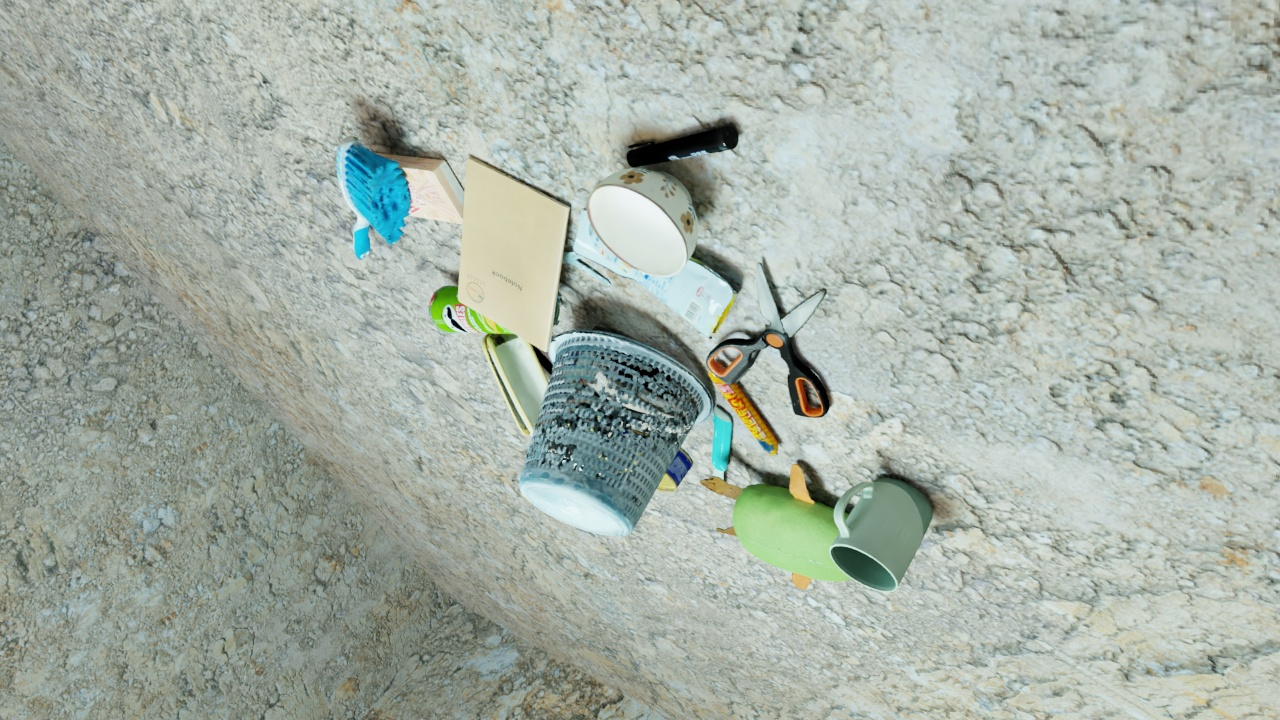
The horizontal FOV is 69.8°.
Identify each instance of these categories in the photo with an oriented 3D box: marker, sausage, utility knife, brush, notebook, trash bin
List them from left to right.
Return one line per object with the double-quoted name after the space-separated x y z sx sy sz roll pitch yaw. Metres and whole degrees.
-0.356 -0.190 1.215 0.109 0.060 0.315 40 156 11 "brush"
-0.156 -0.123 1.096 0.148 0.008 0.208 30 132 19 "notebook"
-0.046 0.103 1.141 0.226 0.194 0.227 19 156 9 "trash bin"
0.035 -0.190 0.819 0.132 0.020 0.022 4 109 51 "marker"
0.107 0.122 1.238 0.029 0.013 0.210 28 150 19 "utility knife"
0.126 0.060 1.105 0.021 0.021 0.165 1 136 51 "sausage"

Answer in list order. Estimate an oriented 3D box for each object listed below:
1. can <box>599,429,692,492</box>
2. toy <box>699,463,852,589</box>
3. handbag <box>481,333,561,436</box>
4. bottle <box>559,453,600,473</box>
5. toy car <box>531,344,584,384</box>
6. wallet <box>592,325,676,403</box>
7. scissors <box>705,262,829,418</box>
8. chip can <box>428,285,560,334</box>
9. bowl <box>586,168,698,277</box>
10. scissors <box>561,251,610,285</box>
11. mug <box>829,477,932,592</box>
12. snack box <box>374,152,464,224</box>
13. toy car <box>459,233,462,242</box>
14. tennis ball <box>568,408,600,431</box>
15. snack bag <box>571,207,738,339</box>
0.007 0.148 1.365 0.148 0.049 0.075 12 144 42 "can"
0.199 0.222 1.202 0.247 0.089 0.227 16 136 31 "toy"
-0.181 0.029 1.345 0.163 0.063 0.179 66 166 -11 "handbag"
-0.081 0.156 1.473 0.109 0.063 0.063 1 136 51 "bottle"
-0.123 0.000 1.308 0.122 0.037 0.056 46 158 12 "toy car"
-0.007 0.007 1.191 0.122 0.020 0.096 28 158 17 "wallet"
0.147 -0.012 0.969 0.222 0.021 0.221 44 148 -18 "scissors"
-0.203 -0.071 1.250 0.236 0.072 0.072 2 137 49 "chip can"
0.011 -0.142 0.878 0.113 0.062 0.114 29 154 16 "bowl"
-0.094 -0.121 1.098 0.133 0.017 0.129 33 152 3 "scissors"
0.265 0.184 1.034 0.112 0.106 0.082 46 154 -16 "mug"
-0.283 -0.219 1.162 0.157 0.026 0.084 14 145 39 "snack box"
-0.200 -0.140 1.173 0.043 0.036 0.091 28 151 17 "toy car"
-0.087 0.082 1.357 0.065 0.065 0.066 30 153 17 "tennis ball"
0.011 -0.100 0.973 0.191 0.038 0.110 36 159 8 "snack bag"
